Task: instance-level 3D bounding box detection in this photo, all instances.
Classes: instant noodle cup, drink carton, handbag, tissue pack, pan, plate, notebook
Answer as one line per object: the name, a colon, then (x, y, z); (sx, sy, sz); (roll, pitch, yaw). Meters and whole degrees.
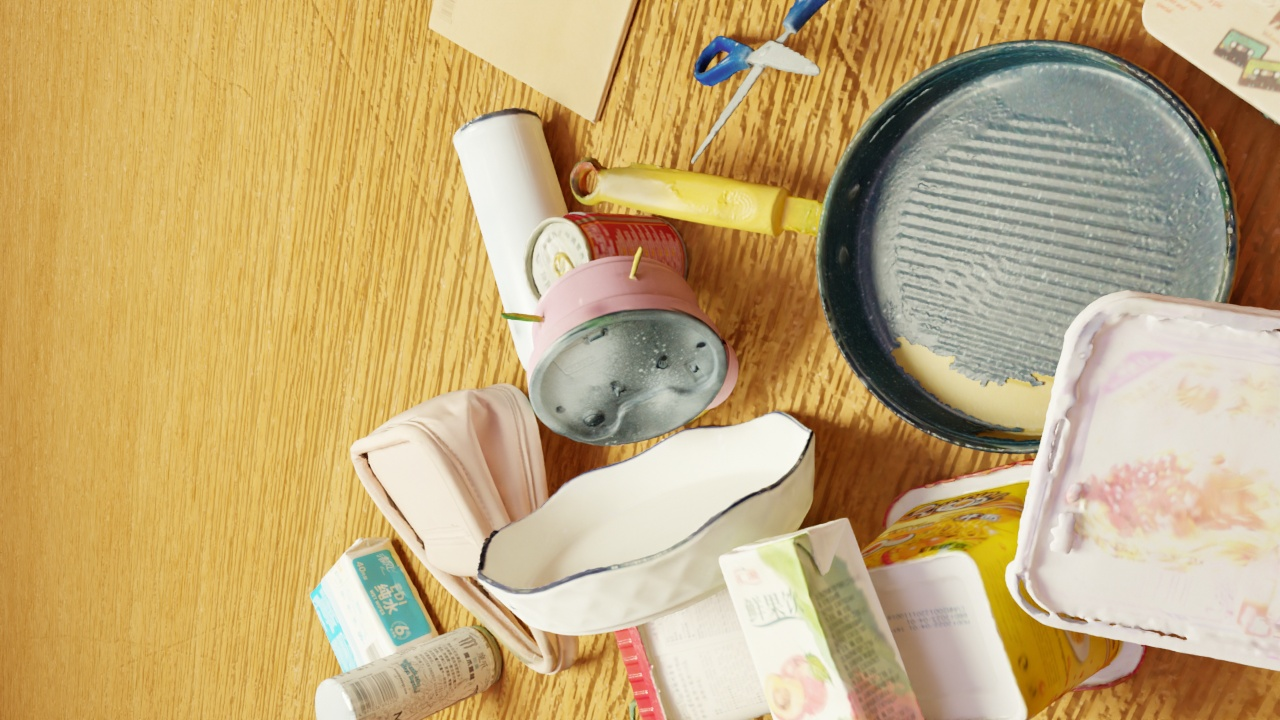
instant noodle cup: (0.241, 0.046, 0.368); (0.173, 0.060, 0.138); (9, 104, 5)
drink carton: (0.083, 0.134, 0.399); (0.054, 0.045, 0.122); (-32, 74, 50)
handbag: (-0.120, 0.139, 0.707); (0.194, 0.093, 0.234); (-20, 95, 58)
instant noodle cup: (0.161, 0.118, 0.444); (0.116, 0.123, 0.116); (-24, 79, 40)
tissue pack: (-0.245, 0.240, 0.852); (0.090, 0.063, 0.140); (-47, 67, 33)
pan: (0.112, -0.073, 0.492); (0.358, 0.078, 0.198); (19, 107, 38)
plate: (0.008, 0.092, 0.529); (0.205, 0.204, 0.045); (-17, 100, 41)
notebook: (-0.080, -0.285, 0.675); (0.211, 0.012, 0.150); (37, 119, 32)
instant noodle cup: (0.065, 0.160, 0.548); (0.124, 0.116, 0.116); (-22, 81, 29)

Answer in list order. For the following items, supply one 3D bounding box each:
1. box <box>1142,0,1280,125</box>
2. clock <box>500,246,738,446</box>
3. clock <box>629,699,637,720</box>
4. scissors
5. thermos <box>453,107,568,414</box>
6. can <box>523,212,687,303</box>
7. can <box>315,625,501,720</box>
box: (0.291, -0.114, 0.342); (0.168, 0.077, 0.092); (55, 127, 29)
clock: (-0.003, 0.003, 0.562); (0.117, 0.158, 0.059); (-25, 47, 12)
clock: (0.032, 0.294, 0.597); (0.116, 0.056, 0.161); (-14, 96, 58)
scissors: (0.073, -0.176, 0.502); (0.162, 0.012, 0.174); (-47, 24, 7)
thermos: (-0.074, -0.063, 0.663); (0.073, 0.073, 0.224); (-23, 81, 40)
can: (-0.023, -0.063, 0.599); (0.067, 0.093, 0.066); (6, 99, 40)
can: (-0.186, 0.264, 0.749); (0.058, 0.146, 0.058); (6, 99, 40)
